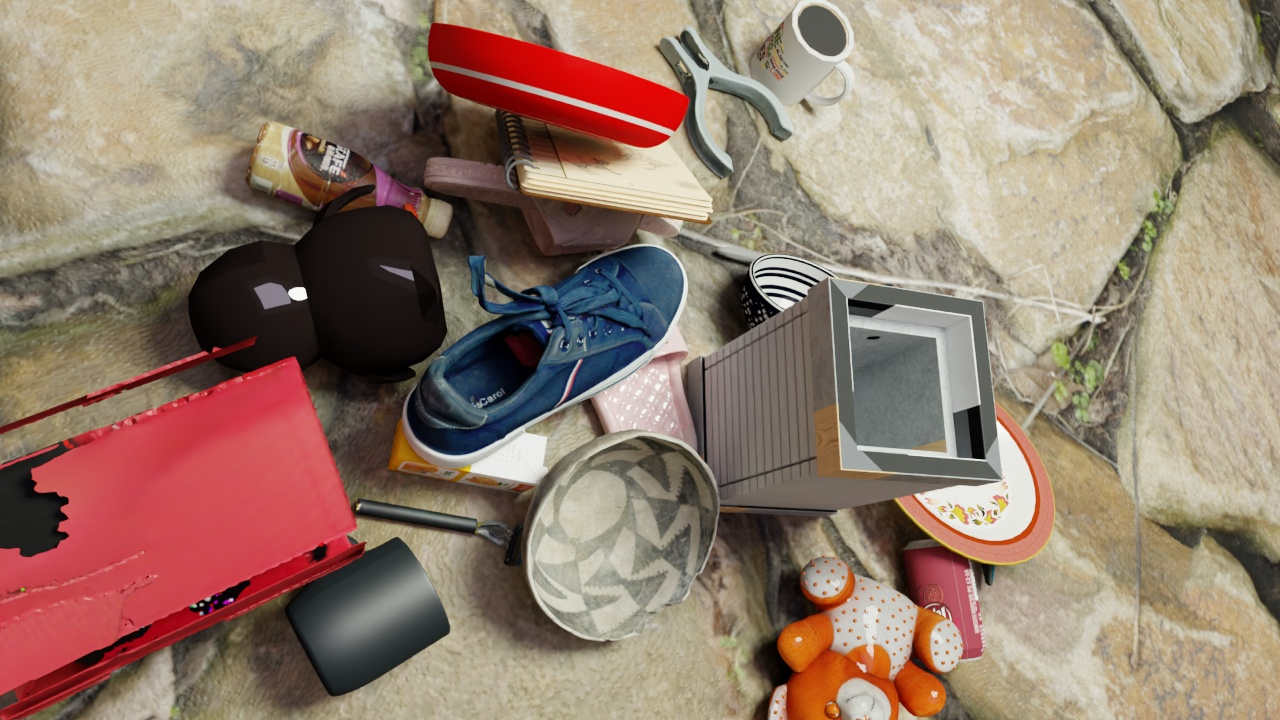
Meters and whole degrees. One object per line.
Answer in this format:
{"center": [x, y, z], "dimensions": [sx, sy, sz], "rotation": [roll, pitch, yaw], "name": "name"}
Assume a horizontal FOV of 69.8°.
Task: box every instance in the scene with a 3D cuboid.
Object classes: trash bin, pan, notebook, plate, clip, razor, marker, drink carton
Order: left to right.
{"center": [-0.162, 0.134, 0.757], "dimensions": [0.144, 0.022, 0.043], "rotation": [16, 109, -14], "name": "razor"}
{"center": [-0.140, 0.078, 0.759], "dimensions": [0.122, 0.059, 0.040], "rotation": [13, 70, -19], "name": "drink carton"}
{"center": [-0.040, -0.230, 0.800], "dimensions": [0.209, 0.355, 0.067], "rotation": [20, 103, 18], "name": "pan"}
{"center": [-0.040, -0.179, 0.804], "dimensions": [0.167, 0.225, 0.024], "rotation": [7, 117, -15], "name": "notebook"}
{"center": [0.067, -0.257, 0.960], "dimensions": [0.174, 0.030, 0.158], "rotation": [39, 63, -7], "name": "clip"}
{"center": [0.142, -0.101, 0.948], "dimensions": [0.138, 0.022, 0.016], "rotation": [10, 77, -21], "name": "marker"}
{"center": [0.158, 0.046, 0.786], "dimensions": [0.142, 0.248, 0.142], "rotation": [6, 73, -21], "name": "trash bin"}
{"center": [0.321, 0.105, 0.937], "dimensions": [0.229, 0.021, 0.229], "rotation": [14, 50, -18], "name": "plate"}

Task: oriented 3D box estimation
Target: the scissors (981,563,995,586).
{"center": [0.347, 0.166, 0.959], "dimensions": [0.122, 0.019, 0.148], "rotation": [-22, 79, -22], "name": "scissors"}

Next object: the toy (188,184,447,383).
{"center": [-0.247, -0.045, 0.704], "dimensions": [0.183, 0.140, 0.159], "rotation": [-14, 106, -18], "name": "toy"}

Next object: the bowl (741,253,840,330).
{"center": [0.151, -0.044, 0.904], "dimensions": [0.120, 0.067, 0.120], "rotation": [14, 37, -11], "name": "bowl"}

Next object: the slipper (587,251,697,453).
{"center": [-0.005, 0.005, 0.839], "dimensions": [0.106, 0.056, 0.221], "rotation": [-11, 80, -23], "name": "slipper"}

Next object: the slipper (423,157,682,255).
{"center": [-0.076, -0.128, 0.822], "dimensions": [0.239, 0.094, 0.064], "rotation": [9, 88, -16], "name": "slipper"}

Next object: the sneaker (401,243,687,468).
{"center": [-0.060, -0.034, 0.735], "dimensions": [0.293, 0.128, 0.120], "rotation": [-36, 79, -34], "name": "sneaker"}

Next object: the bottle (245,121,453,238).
{"center": [-0.243, -0.146, 0.782], "dimensions": [0.166, 0.060, 0.059], "rotation": [19, 69, -21], "name": "bottle"}

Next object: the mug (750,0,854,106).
{"center": [0.183, -0.321, 0.991], "dimensions": [0.105, 0.090, 0.073], "rotation": [47, 63, -4], "name": "mug"}

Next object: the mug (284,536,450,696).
{"center": [-0.216, 0.180, 0.693], "dimensions": [0.094, 0.085, 0.121], "rotation": [-28, 59, -27], "name": "mug"}

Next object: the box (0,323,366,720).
{"center": [-0.281, 0.120, 0.547], "dimensions": [0.210, 0.319, 0.121], "rotation": [-24, 76, -25], "name": "box"}

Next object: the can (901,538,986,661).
{"center": [0.295, 0.232, 0.893], "dimensions": [0.063, 0.063, 0.114], "rotation": [0, 75, -23], "name": "can"}

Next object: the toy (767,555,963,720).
{"center": [0.193, 0.279, 0.821], "dimensions": [0.164, 0.093, 0.172], "rotation": [29, 68, -5], "name": "toy"}

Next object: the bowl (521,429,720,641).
{"center": [-0.027, 0.134, 0.767], "dimensions": [0.178, 0.081, 0.178], "rotation": [-10, 110, -30], "name": "bowl"}
